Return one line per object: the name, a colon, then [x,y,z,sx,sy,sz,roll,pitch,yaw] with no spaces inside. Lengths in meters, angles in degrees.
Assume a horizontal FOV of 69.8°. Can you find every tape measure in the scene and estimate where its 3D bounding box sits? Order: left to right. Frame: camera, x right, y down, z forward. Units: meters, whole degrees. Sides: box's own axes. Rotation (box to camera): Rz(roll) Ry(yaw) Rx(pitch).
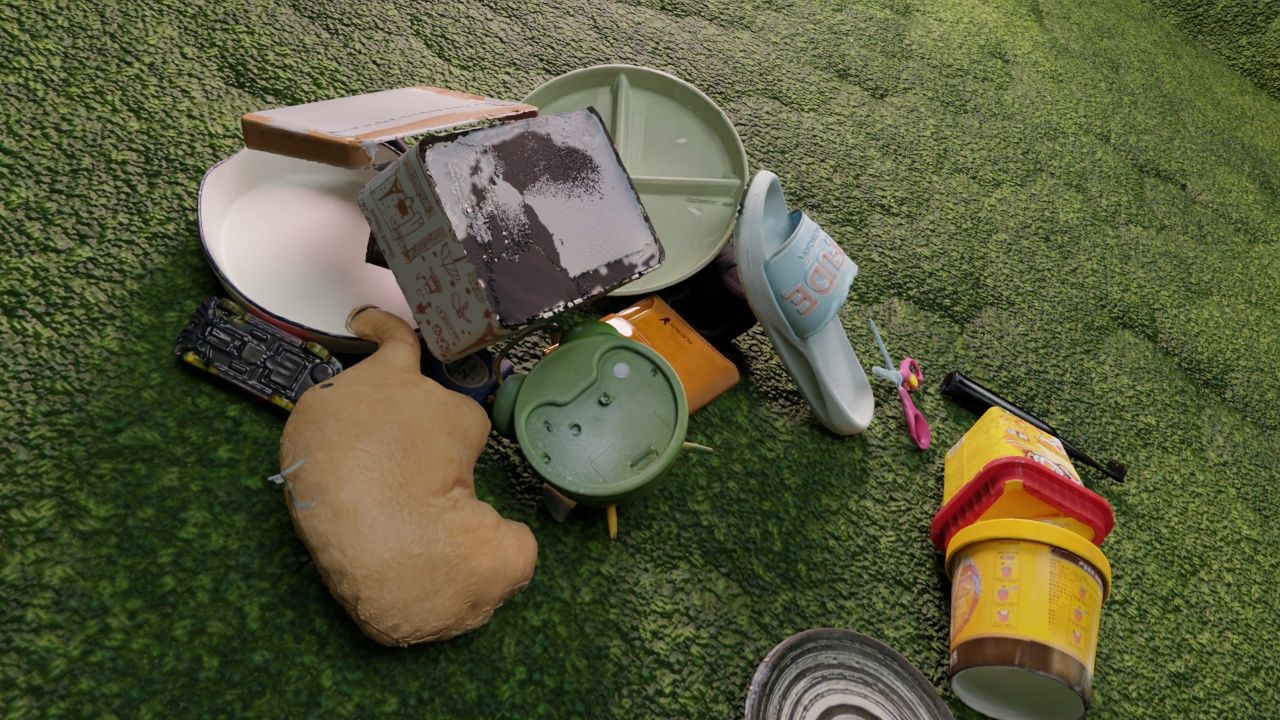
tape measure: [-0.128,0.011,0.669,0.054,0.025,0.058,35,40,4]

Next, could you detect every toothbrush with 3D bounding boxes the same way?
toothbrush: [0.397,0.069,0.917,0.212,0.026,0.027,28,83,-6]

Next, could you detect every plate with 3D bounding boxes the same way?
plate: [-0.221,-0.087,0.685,0.204,0.046,0.204,15,49,-18]
plate: [-0.020,-0.157,0.802,0.230,0.027,0.229,0,69,0]
plate: [0.144,0.266,0.610,0.179,0.024,0.179,16,48,-19]

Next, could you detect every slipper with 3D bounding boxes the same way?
slipper: [0.150,-0.045,0.775,0.245,0.074,0.103,61,35,-18]

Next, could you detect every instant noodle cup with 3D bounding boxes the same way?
instant noodle cup: [0.316,0.113,0.782,0.116,0.116,0.123,28,33,-5]
instant noodle cup: [0.286,0.199,0.686,0.118,0.119,0.114,28,52,-6]

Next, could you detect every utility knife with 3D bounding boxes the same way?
utility knife: [-0.017,0.047,0.706,0.031,0.021,0.207,38,51,1]

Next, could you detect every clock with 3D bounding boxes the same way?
clock: [-0.037,0.035,0.638,0.116,0.056,0.161,-39,69,-16]

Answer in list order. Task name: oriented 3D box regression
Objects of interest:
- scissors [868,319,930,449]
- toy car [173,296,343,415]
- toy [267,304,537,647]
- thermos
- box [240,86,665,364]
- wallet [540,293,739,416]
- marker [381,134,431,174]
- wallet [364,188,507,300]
scissors: [0.239,0.025,0.844,0.133,0.017,0.131,13,63,-55]
toy car: [-0.247,0.001,0.601,0.106,0.031,0.049,26,74,-4]
toy: [-0.151,0.060,0.556,0.143,0.083,0.226,-7,68,-49]
thermos: [0.015,-0.122,0.835,0.089,0.069,0.242,-27,69,-27]
box: [-0.123,-0.126,0.634,0.271,0.133,0.178,43,40,15]
wallet: [-0.004,0.004,0.724,0.130,0.035,0.119,-31,69,-38]
marker: [-0.183,-0.153,0.782,0.132,0.020,0.022,48,21,15]
wallet: [-0.140,-0.091,0.690,0.122,0.020,0.096,16,47,-22]
